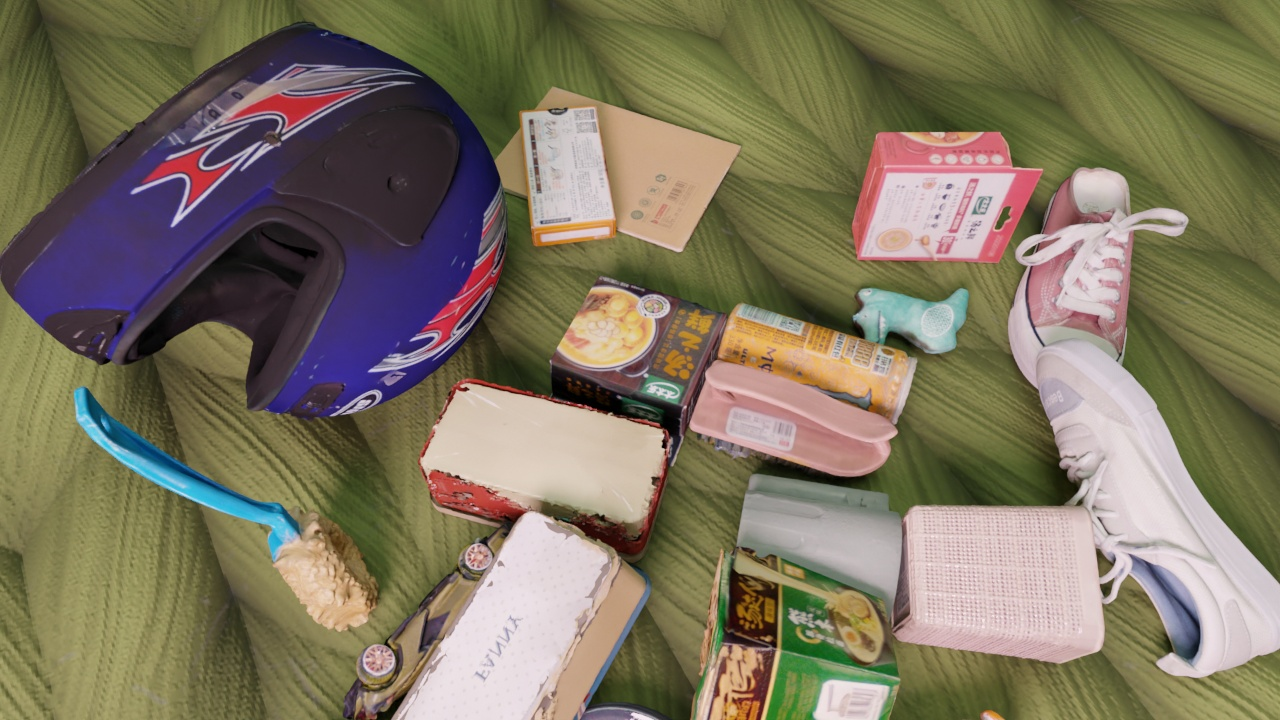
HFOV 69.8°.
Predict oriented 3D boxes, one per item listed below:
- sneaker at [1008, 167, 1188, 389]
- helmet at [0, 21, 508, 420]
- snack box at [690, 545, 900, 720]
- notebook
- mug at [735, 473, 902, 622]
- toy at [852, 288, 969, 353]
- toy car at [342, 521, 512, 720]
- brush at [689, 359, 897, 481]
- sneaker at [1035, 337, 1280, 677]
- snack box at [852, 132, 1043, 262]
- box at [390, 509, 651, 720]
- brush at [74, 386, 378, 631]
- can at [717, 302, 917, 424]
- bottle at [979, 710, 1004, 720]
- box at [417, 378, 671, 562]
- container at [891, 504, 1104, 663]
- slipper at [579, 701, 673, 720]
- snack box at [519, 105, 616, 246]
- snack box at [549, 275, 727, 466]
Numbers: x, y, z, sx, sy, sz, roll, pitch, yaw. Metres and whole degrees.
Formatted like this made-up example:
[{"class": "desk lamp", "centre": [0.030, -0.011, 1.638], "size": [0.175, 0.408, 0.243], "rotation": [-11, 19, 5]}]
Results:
[{"class": "sneaker", "centre": [0.367, -0.080, 0.753], "size": [0.118, 0.088, 0.240], "rotation": [18, 60, 12]}, {"class": "helmet", "centre": [-0.234, -0.076, 0.660], "size": [0.240, 0.248, 0.314], "rotation": [45, 54, -13]}, {"class": "snack box", "centre": [0.088, 0.183, 0.534], "size": [0.105, 0.118, 0.117], "rotation": [10, 20, 5]}, {"class": "notebook", "centre": [-0.027, -0.188, 0.877], "size": [0.208, 0.008, 0.147], "rotation": [21, 59, 14]}, {"class": "mug", "centre": [0.119, 0.125, 0.632], "size": [0.103, 0.084, 0.123], "rotation": [9, 30, 7]}, {"class": "toy", "centre": [0.217, -0.030, 0.759], "size": [0.092, 0.030, 0.096], "rotation": [17, 65, 17]}, {"class": "toy car", "centre": [-0.133, 0.170, 0.599], "size": [0.042, 0.070, 0.157], "rotation": [40, 65, 3]}, {"class": "brush", "centre": [0.114, 0.046, 0.681], "size": [0.146, 0.073, 0.063], "rotation": [18, 57, 10]}, {"class": "sneaker", "centre": [0.332, 0.100, 0.636], "size": [0.090, 0.090, 0.242], "rotation": [-24, 68, -8]}, {"class": "snack box", "centre": [0.254, -0.137, 0.778], "size": [0.127, 0.113, 0.044], "rotation": [1, 55, 0]}, {"class": "box", "centre": [-0.069, 0.177, 0.562], "size": [0.090, 0.059, 0.184], "rotation": [22, 68, 35]}, {"class": "brush", "centre": [-0.239, 0.093, 0.552], "size": [0.046, 0.255, 0.083], "rotation": [-34, 49, -2]}, {"class": "can", "centre": [0.136, 0.002, 0.718], "size": [0.146, 0.058, 0.058], "rotation": [18, 58, 12]}, {"class": "bottle", "centre": [0.174, 0.249, 0.548], "size": [0.108, 0.063, 0.063], "rotation": [-22, 59, -14]}, {"class": "box", "centre": [-0.067, 0.075, 0.657], "size": [0.168, 0.080, 0.091], "rotation": [13, 57, 9]}, {"class": "container", "centre": [0.225, 0.144, 0.600], "size": [0.111, 0.090, 0.089], "rotation": [2, 66, 5]}, {"class": "slipper", "centre": [0.035, 0.303, 0.503], "size": [0.110, 0.083, 0.268], "rotation": [-27, 61, -19]}, {"class": "snack box", "centre": [-0.069, -0.174, 0.846], "size": [0.075, 0.026, 0.153], "rotation": [-7, 57, -5]}, {"class": "snack box", "centre": [-0.004, 0.004, 0.727], "size": [0.113, 0.053, 0.125], "rotation": [17, 53, 11]}]
